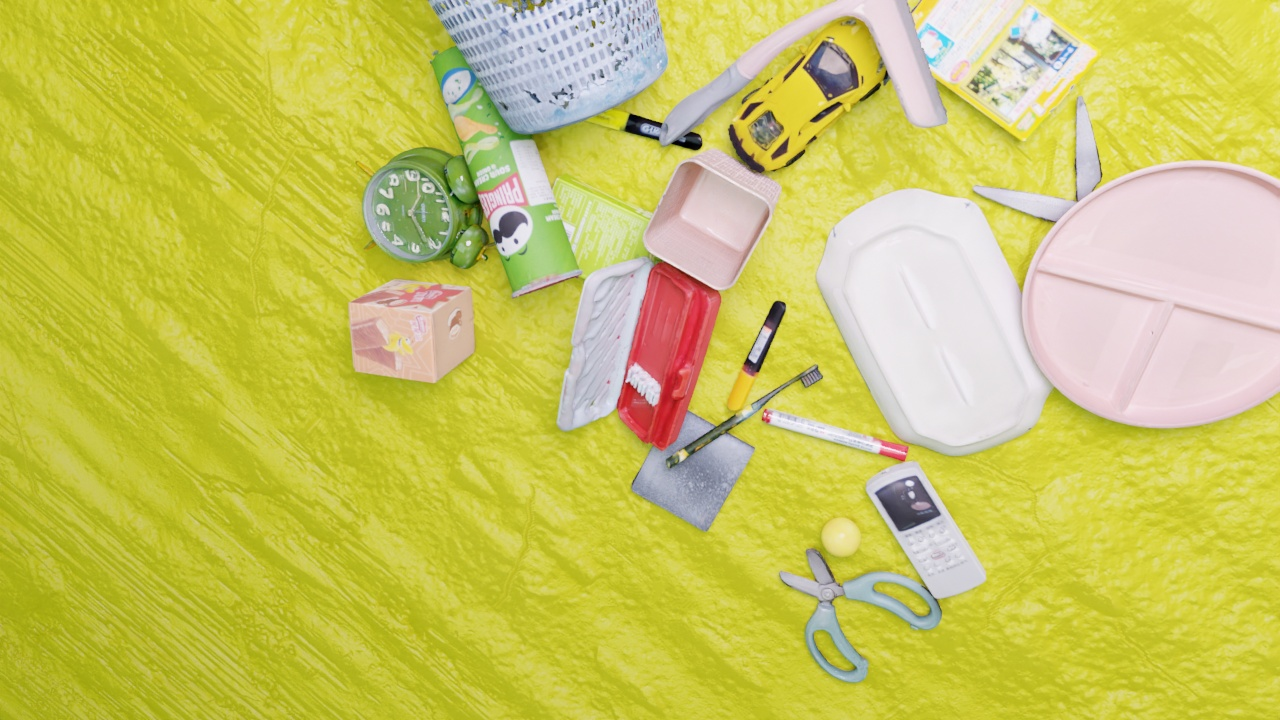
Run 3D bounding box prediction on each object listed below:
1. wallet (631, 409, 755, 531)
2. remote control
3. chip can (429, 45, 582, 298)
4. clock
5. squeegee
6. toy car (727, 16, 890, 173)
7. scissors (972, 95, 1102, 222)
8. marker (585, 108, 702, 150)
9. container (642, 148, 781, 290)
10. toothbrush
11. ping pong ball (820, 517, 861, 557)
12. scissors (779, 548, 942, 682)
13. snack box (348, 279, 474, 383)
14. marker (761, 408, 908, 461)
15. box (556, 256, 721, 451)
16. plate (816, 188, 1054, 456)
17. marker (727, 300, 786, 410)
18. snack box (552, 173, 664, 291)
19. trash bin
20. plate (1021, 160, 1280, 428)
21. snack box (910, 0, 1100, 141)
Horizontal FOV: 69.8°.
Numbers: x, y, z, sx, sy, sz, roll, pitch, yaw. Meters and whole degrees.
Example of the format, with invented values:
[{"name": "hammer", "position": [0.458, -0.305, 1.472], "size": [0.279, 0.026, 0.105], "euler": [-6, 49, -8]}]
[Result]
[{"name": "wallet", "position": [0.053, 0.115, 0.972], "size": [0.097, 0.019, 0.121], "euler": [29, 118, 6]}, {"name": "remote control", "position": [0.286, 0.171, 0.920], "size": [0.058, 0.021, 0.150], "euler": [-30, 100, 25]}, {"name": "chip can", "position": [-0.125, -0.180, 0.859], "size": [0.072, 0.072, 0.236], "euler": [-17, 95, 22]}, {"name": "clock", "position": [-0.207, -0.152, 0.924], "size": [0.161, 0.056, 0.116], "euler": [6, 113, 14]}, {"name": "squeegee", "position": [0.100, -0.246, 0.763], "size": [0.250, 0.040, 0.247], "euler": [-26, 68, 37]}, {"name": "toy car", "position": [0.143, -0.227, 0.783], "size": [0.156, 0.041, 0.071], "euler": [-37, 86, 33]}, {"name": "scissors", "position": [0.398, -0.107, 0.775], "size": [0.221, 0.021, 0.234], "euler": [-1, 111, 17]}, {"name": "marker", "position": [-0.001, -0.219, 0.857], "size": [0.124, 0.015, 0.018], "euler": [18, 118, 8]}, {"name": "container", "position": [0.070, -0.131, 0.817], "size": [0.090, 0.110, 0.090], "euler": [30, 116, 4]}, {"name": "toothbrush", "position": [0.102, 0.059, 0.921], "size": [0.186, 0.012, 0.017], "euler": [-35, 81, 17]}, {"name": "ping pong ball", "position": [0.205, 0.181, 0.937], "size": [0.040, 0.040, 0.040], "euler": [6, 112, 15]}, {"name": "scissors", "position": [0.239, 0.265, 0.974], "size": [0.181, 0.019, 0.170], "euler": [-18, 103, 23]}, {"name": "snack box", "position": [-0.237, -0.033, 0.959], "size": [0.094, 0.092, 0.077], "euler": [8, 112, 14]}, {"name": "marker", "position": [0.192, 0.073, 0.912], "size": [0.145, 0.017, 0.017], "euler": [15, 114, 11]}, {"name": "box", "position": [-0.008, 0.004, 0.876], "size": [0.102, 0.100, 0.202], "euler": [40, 135, 28]}, {"name": "plate", "position": [0.269, -0.026, 0.840], "size": [0.162, 0.034, 0.266], "euler": [-23, 102, 24]}, {"name": "marker", "position": [0.115, -0.004, 0.907], "size": [0.018, 0.015, 0.124], "euler": [39, 119, 35]}, {"name": "snack box", "position": [-0.023, -0.112, 0.900], "size": [0.156, 0.026, 0.086], "euler": [25, 116, 7]}, {"name": "trash bin", "position": [-0.078, -0.304, 0.752], "size": [0.227, 0.226, 0.195], "euler": [-13, 118, 21]}, {"name": "plate", "position": [0.438, -0.052, 0.758], "size": [0.230, 0.028, 0.230], "euler": [7, 114, 16]}, {"name": "snack box", "position": [0.286, -0.255, 0.746], "size": [0.140, 0.033, 0.087], "euler": [37, 116, 2]}]
